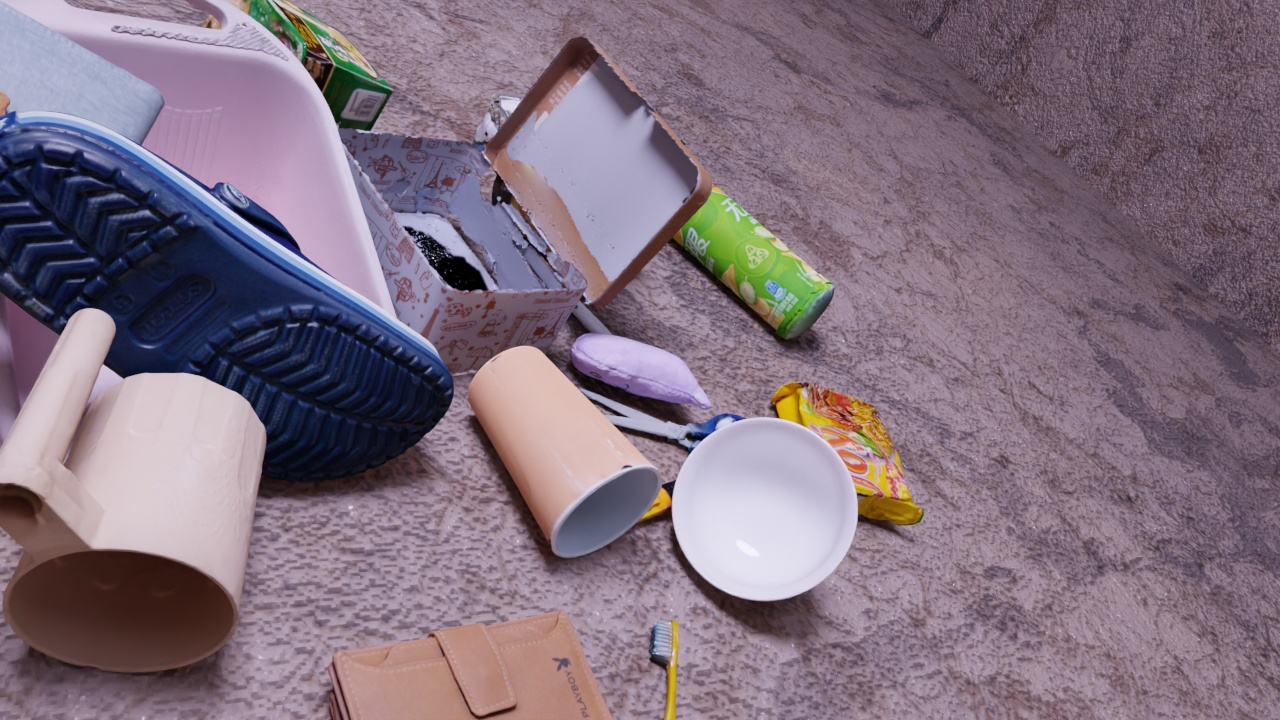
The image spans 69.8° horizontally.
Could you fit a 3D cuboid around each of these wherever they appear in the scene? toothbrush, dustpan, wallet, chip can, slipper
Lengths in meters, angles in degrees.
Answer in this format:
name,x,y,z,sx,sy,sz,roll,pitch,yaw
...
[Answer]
name,x,y,z,sx,sy,sz,roll,pitch,yaw
toothbrush,0.009,0.209,0.472,0.018,0.016,0.191,17,35,-6
dustpan,-0.252,-0.087,0.512,0.222,0.139,0.273,-11,53,-48
wallet,-0.072,0.176,0.432,0.131,0.031,0.107,3,45,-40
chip can,0.091,-0.113,0.908,0.221,0.073,0.072,43,34,14
slipper,-0.209,-0.026,0.460,0.252,0.105,0.095,41,8,-42
toothbrush,-0.082,-0.069,0.755,0.180,0.016,0.016,45,36,12
wallet,-0.304,-0.107,0.437,0.106,0.037,0.129,31,55,-32

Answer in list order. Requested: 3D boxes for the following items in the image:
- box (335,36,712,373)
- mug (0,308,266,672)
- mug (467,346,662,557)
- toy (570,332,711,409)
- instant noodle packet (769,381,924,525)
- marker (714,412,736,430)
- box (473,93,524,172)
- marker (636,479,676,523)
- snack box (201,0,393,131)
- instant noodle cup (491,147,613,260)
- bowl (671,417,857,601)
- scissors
name,x,y,z,sx,sy,sz,roll,pitch,yaw
box,-0.104,-0.117,0.641,0.156,0.227,0.180,12,37,-57
mug,-0.215,0.053,0.386,0.084,0.125,0.103,-14,42,0
mug,-0.053,0.052,0.572,0.078,0.078,0.122,-6,44,-45
toy,-0.004,0.004,0.703,0.108,0.039,0.084,16,13,-20
instant noodle packet,0.169,0.076,0.759,0.110,0.044,0.128,15,37,-20
marker,0.090,0.096,0.665,0.018,0.023,0.130,-17,66,-26
box,-0.071,-0.212,0.910,0.183,0.059,0.089,-6,51,-48
marker,0.025,0.091,0.630,0.123,0.015,0.018,-13,58,-43
snack box,-0.260,-0.206,0.695,0.117,0.118,0.105,49,26,23
instant noodle cup,-0.053,-0.133,0.775,0.114,0.119,0.118,34,32,14
bowl,0.084,0.103,0.616,0.118,0.118,0.065,48,-2,21
scissors,0.035,0.063,0.687,0.170,0.012,0.141,-6,50,-43
